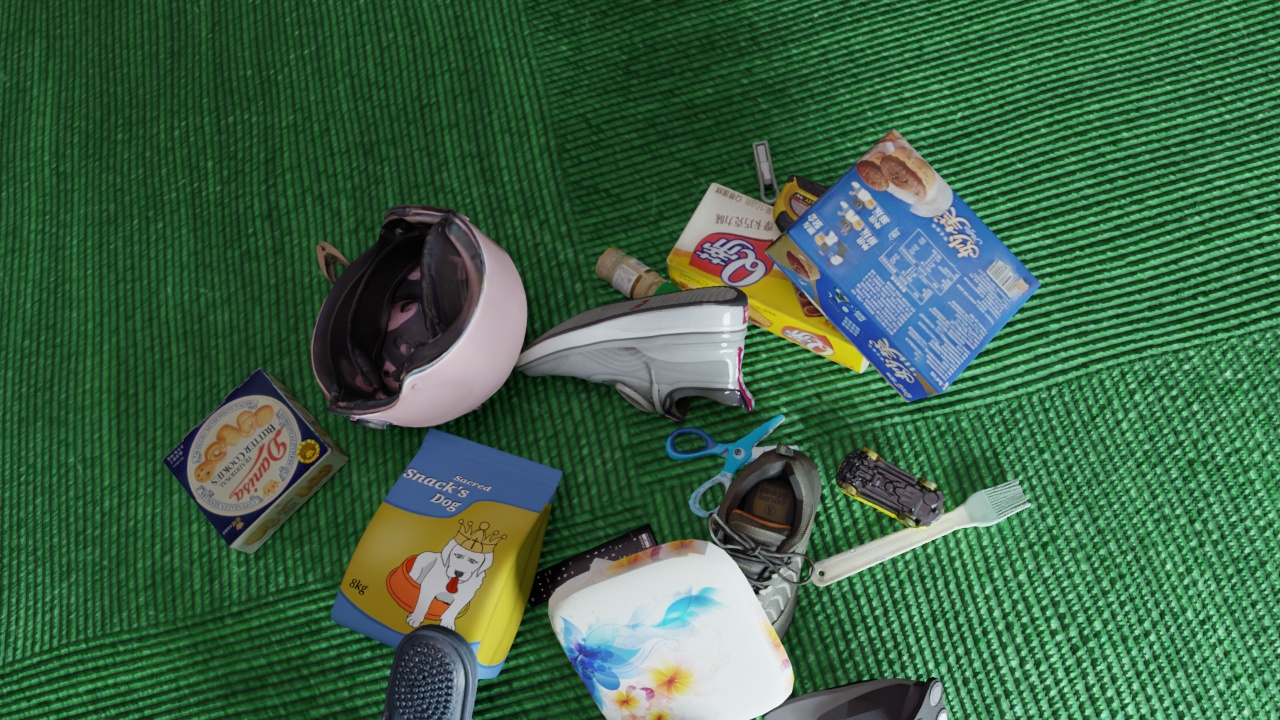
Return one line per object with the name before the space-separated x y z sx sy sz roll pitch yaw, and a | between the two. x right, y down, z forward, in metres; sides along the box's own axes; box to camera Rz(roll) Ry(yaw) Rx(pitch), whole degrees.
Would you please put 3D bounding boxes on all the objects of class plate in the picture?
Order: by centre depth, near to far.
plate | 0.024 0.254 0.802 0.187 0.016 0.187 -24 103 19

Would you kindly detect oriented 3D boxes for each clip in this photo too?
clip | 0.139 -0.208 1.016 0.023 0.049 0.078 -11 62 7
clip | -0.367 -0.114 1.081 0.060 0.024 0.039 34 76 30

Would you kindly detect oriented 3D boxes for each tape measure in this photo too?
tape measure | 0.166 -0.147 0.923 0.065 0.037 0.064 20 67 2

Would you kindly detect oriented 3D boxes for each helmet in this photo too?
helmet | -0.220 -0.035 0.948 0.256 0.152 0.229 -14 63 34

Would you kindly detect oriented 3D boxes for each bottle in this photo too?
bottle | 0.002 -0.080 0.992 0.111 0.043 0.043 35 79 21

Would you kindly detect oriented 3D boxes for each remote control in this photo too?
remote control | -0.050 0.204 0.911 0.140 0.009 0.030 -24 67 1

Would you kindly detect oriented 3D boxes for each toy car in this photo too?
toy car | 0.239 0.124 0.879 0.107 0.030 0.049 29 76 26

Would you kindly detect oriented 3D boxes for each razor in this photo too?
razor | 0.187 0.310 0.808 0.156 0.060 0.057 -9 111 23

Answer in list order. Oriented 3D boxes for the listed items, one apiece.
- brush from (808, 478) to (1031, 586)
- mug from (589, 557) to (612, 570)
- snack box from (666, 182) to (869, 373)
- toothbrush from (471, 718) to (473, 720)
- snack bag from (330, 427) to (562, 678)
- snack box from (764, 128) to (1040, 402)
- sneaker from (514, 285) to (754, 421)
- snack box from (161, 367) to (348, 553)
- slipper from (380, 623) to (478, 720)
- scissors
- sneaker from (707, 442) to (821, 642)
brush | 0.262 0.166 0.871 0.218 0.012 0.033 -23 67 2
mug | -0.010 0.249 0.859 0.088 0.080 0.114 10 103 7
snack box | 0.151 -0.087 0.957 0.230 0.062 0.110 27 76 17
toothbrush | -0.165 0.345 0.875 0.181 0.018 0.015 41 81 20
snack bag | -0.179 0.181 0.888 0.159 0.102 0.205 16 76 17
snack box | 0.246 -0.088 0.866 0.154 0.069 0.202 -44 91 -14
sneaker | -0.006 0.006 0.942 0.264 0.096 0.129 -8 105 24
snack box | -0.417 0.106 0.995 0.145 0.042 0.144 41 82 22
slipper | -0.205 0.359 0.790 0.101 0.082 0.264 14 102 16
scissors | 0.089 0.087 0.930 0.140 0.013 0.114 -40 71 -4
sneaker | 0.103 0.181 0.819 0.101 0.143 0.237 18 77 15
